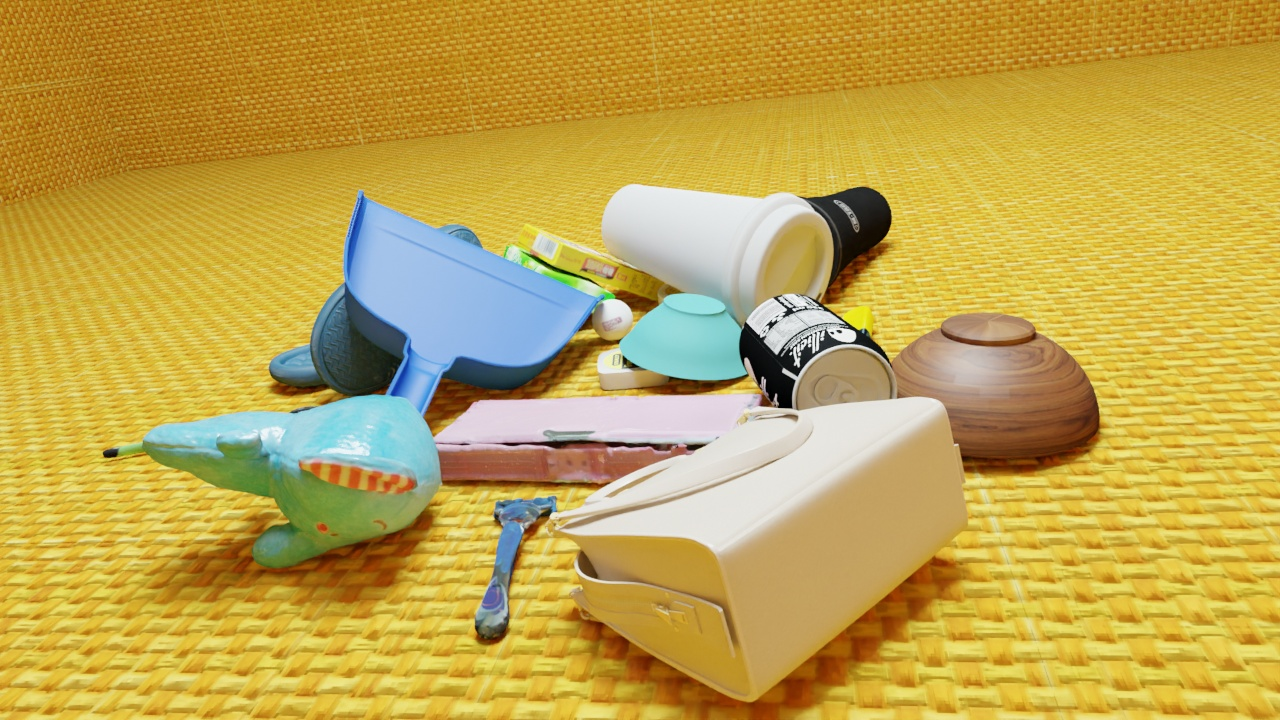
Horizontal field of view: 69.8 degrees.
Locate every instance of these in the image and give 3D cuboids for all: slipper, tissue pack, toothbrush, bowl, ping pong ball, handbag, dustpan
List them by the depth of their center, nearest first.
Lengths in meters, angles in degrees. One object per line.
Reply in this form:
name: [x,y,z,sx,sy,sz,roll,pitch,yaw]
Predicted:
handbag: [0.044,0.084,0.510,0.194,0.101,0.198,-24,15,-36]
bowl: [0.237,0.006,0.632,0.147,0.069,0.147,-3,19,1]
dustpan: [-0.172,-0.018,0.785,0.245,0.060,0.256,23,56,-8]
toothbrush: [-0.366,0.064,0.791,0.188,0.014,0.017,-11,29,-8]
bowl: [0.044,-0.028,0.797,0.121,0.046,0.121,5,22,-2]
slipper: [-0.232,-0.058,0.878,0.059,0.104,0.213,11,46,40]
ping pong ball: [-0.027,-0.040,0.897,0.040,0.040,0.040,-7,21,3]
slipper: [-0.279,-0.030,0.940,0.104,0.059,0.213,12,30,36]
tissue pack: [-0.086,-0.082,0.961,0.099,0.034,0.114,19,11,-35]

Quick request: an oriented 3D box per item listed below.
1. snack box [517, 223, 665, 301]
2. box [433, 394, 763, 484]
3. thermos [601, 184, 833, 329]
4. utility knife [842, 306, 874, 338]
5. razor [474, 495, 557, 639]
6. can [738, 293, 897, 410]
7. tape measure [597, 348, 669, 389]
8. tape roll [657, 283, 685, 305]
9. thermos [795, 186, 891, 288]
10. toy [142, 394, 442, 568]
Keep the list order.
snack box: [-0.051,-0.103,0.974,0.152,0.025,0.075,15,12,-43]
box: [-0.031,0.052,0.666,0.233,0.041,0.098,-1,23,17]
thermos: [0.064,-0.112,0.896,0.131,0.132,0.222,-24,34,-36]
utility knife: [0.174,-0.001,0.757,0.029,0.020,0.197,-24,15,26]
razor: [-0.078,0.116,0.549,0.044,0.018,0.140,-6,21,3]
can: [0.124,0.004,0.662,0.080,0.080,0.146,-9,17,-4]
tape measure: [-0.005,0.005,0.808,0.065,0.017,0.064,-6,21,4]
tape roll: [0.065,-0.069,0.969,0.094,0.019,0.094,-7,21,3]
thermos: [0.202,-0.138,0.995,0.106,0.106,0.218,7,21,33]
toy: [-0.219,0.075,0.587,0.180,0.114,0.184,5,-5,-16]
